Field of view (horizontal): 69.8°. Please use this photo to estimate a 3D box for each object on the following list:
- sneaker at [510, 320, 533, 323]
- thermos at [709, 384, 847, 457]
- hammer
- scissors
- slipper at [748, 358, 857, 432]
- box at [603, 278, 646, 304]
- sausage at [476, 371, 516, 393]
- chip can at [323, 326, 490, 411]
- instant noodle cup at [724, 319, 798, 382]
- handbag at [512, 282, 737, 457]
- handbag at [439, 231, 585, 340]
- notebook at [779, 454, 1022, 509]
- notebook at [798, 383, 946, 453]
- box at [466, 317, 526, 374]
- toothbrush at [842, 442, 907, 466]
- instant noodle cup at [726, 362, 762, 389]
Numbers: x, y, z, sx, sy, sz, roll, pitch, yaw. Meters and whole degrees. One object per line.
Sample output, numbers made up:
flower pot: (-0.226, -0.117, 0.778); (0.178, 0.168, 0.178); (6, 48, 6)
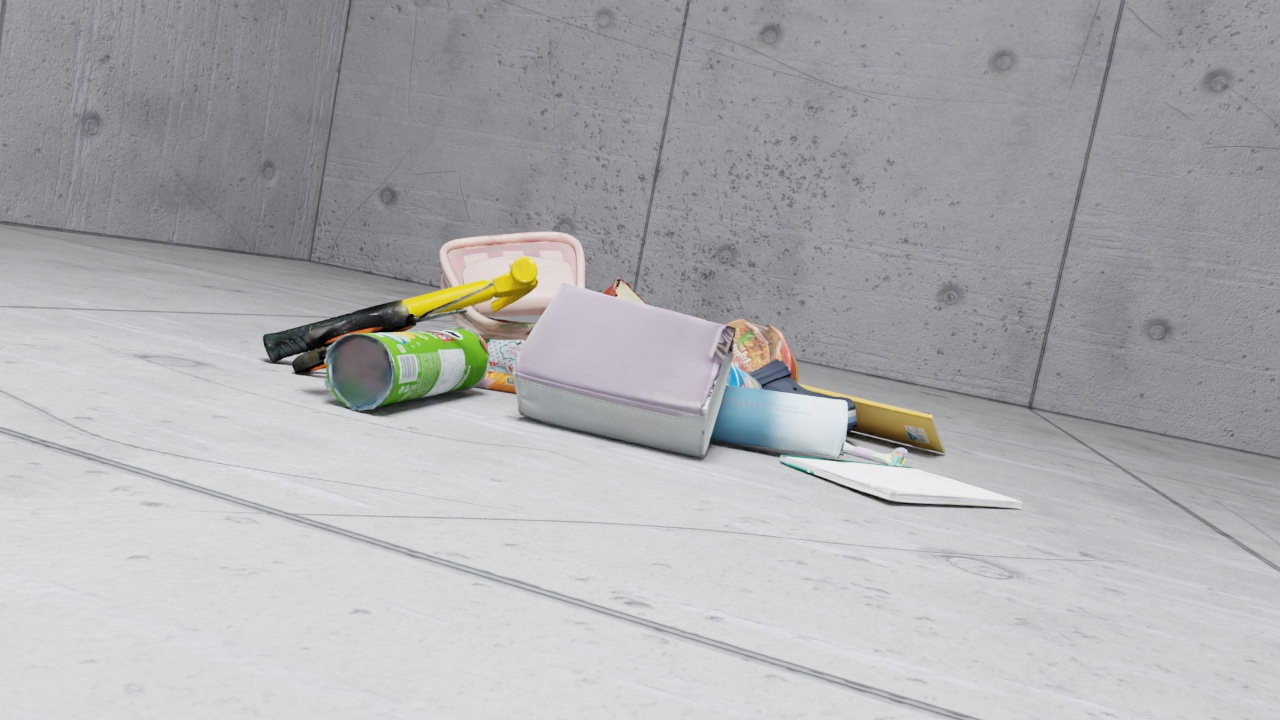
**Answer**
sneaker: (-0.097, -0.039, 1.290); (0.241, 0.088, 0.118); (15, 8, 38)
thermos: (0.112, 0.060, 0.999); (0.220, 0.070, 0.070); (8, 5, 2)
hammer: (-0.260, -0.054, 1.015); (0.300, 0.033, 0.129); (-16, -5, -13)
scissors: (-0.256, -0.035, 0.913); (0.233, 0.021, 0.220); (-22, -1, 12)
slipper: (0.168, 0.042, 1.233); (0.253, 0.095, 0.105); (9, 6, 20)
box: (0.012, -0.023, 1.168); (0.168, 0.078, 0.091); (44, 19, -17)
sausage: (-0.158, 0.027, 1.092); (0.165, 0.021, 0.021); (10, 5, -14)
chip can: (-0.223, 0.004, 0.912); (0.072, 0.072, 0.235); (12, 5, 10)
instant noodle cup: (0.169, 0.017, 1.362); (0.138, 0.138, 0.108); (13, -4, 25)
handbag: (-0.013, 0.008, 0.932); (0.197, 0.144, 0.099); (13, -38, 12)
handbag: (-0.158, -0.083, 1.188); (0.193, 0.093, 0.234); (-5, 30, -13)
notebook: (0.269, 0.124, 0.950); (0.208, 0.012, 0.150); (9, 4, -34)
notebook: (0.313, 0.080, 1.278); (0.206, 0.010, 0.146); (13, -17, 30)
box: (-0.157, 0.002, 1.197); (0.202, 0.095, 0.100); (13, 43, 32)
toothbrush: (0.232, 0.100, 1.127); (0.190, 0.029, 0.020); (13, -37, 34)
instant noodle cup: (0.096, 0.042, 1.105); (0.099, 0.099, 0.109); (14, -1, 33)
